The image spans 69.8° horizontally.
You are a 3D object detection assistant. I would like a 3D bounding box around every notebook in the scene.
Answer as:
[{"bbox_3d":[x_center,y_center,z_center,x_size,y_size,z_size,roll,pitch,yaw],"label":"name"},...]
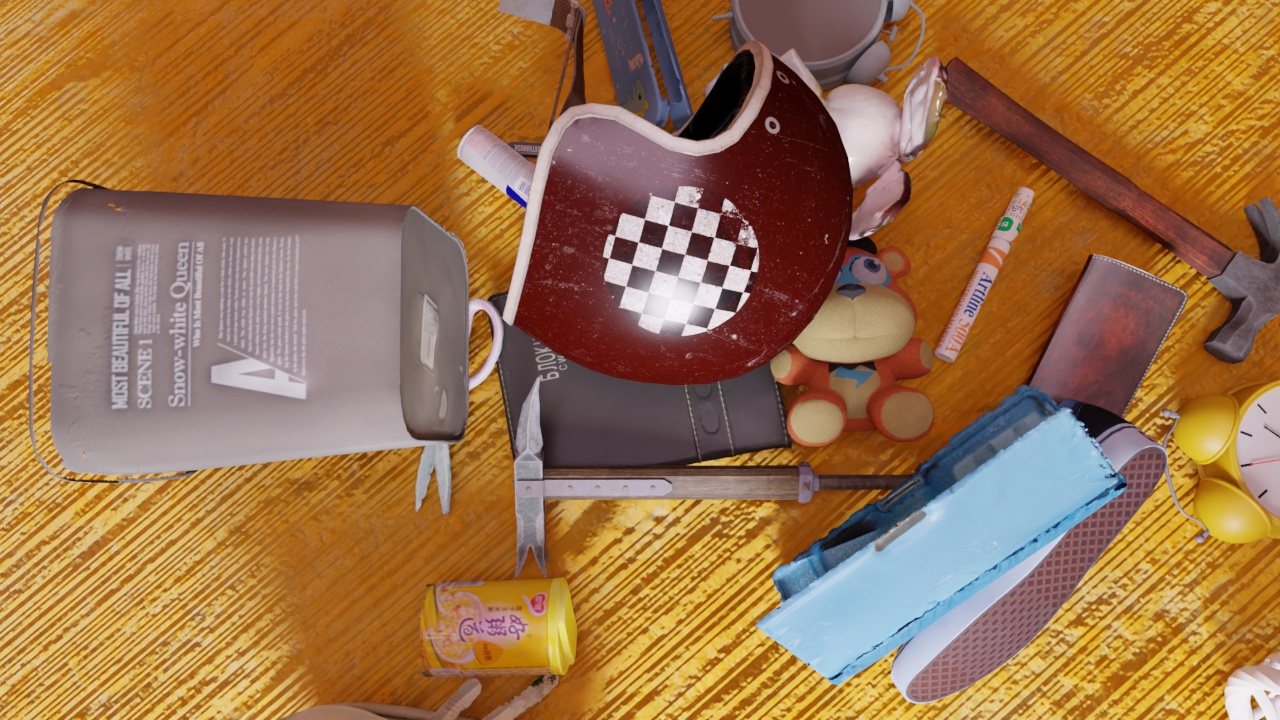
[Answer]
[{"bbox_3d":[-0.004,0.004,0.702,0.209,0.029,0.169,-11,81,1],"label":"notebook"}]

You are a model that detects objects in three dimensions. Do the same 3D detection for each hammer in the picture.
[{"bbox_3d":[0.350,-0.132,0.690,0.300,0.028,0.111,37,85,6],"label":"hammer"},{"bbox_3d":[0.066,0.085,0.666,0.317,0.028,0.147,0,104,-1],"label":"hammer"}]

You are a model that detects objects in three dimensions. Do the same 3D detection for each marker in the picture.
[{"bbox_3d":[0.262,-0.066,0.697,0.017,0.017,0.145,27,84,8],"label":"marker"}]

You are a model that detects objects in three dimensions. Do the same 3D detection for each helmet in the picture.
[{"bbox_3d":[0.006,-0.106,0.595,0.253,0.233,0.234,13,103,-8],"label":"helmet"}]

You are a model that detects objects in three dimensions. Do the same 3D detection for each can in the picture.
[{"bbox_3d":[-0.101,0.191,0.657,0.105,0.067,0.067,-3,81,4],"label":"can"},{"bbox_3d":[-0.100,-0.147,0.728,0.095,0.032,0.032,37,85,9],"label":"can"}]

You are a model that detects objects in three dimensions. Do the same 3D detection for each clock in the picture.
[{"bbox_3d":[0.444,0.070,0.645,0.152,0.052,0.113,-9,80,-1],"label":"clock"},{"bbox_3d":[0.144,-0.274,0.725,0.159,0.045,0.122,20,84,8],"label":"clock"}]

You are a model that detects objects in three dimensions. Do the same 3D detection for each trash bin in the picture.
[{"bbox_3d":[-0.245,-0.016,0.631,0.220,0.197,0.197,-1,84,5],"label":"trash bin"}]

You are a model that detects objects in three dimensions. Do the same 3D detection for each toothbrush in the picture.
[{"bbox_3d":[-0.027,-0.165,0.737,0.167,0.013,0.013,5,81,7],"label":"toothbrush"}]

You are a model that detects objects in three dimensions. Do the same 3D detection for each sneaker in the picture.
[{"bbox_3d":[0.251,0.129,0.651,0.241,0.083,0.098,-52,37,7],"label":"sneaker"}]

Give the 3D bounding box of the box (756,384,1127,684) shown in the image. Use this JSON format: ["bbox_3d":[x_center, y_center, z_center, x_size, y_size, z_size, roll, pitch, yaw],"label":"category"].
[{"bbox_3d":[0.176,0.102,0.589,0.232,0.110,0.094,-39,46,15],"label":"box"}]

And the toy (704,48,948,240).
[{"bbox_3d":[0.132,-0.172,0.694,0.205,0.105,0.131,27,104,32],"label":"toy"}]

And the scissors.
[{"bbox_3d":[-0.140,0.035,0.701,0.108,0.016,0.179,-9,81,19],"label":"scissors"}]

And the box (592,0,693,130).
[{"bbox_3d":[-0.013,-0.271,0.726,0.064,0.069,0.210,-17,80,9],"label":"box"}]

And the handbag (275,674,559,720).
[{"bbox_3d":[-0.137,0.267,0.600,0.229,0.184,0.131,5,78,21],"label":"handbag"}]

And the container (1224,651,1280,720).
[{"bbox_3d":[0.503,0.225,0.546,0.187,0.189,0.189,-31,80,-2],"label":"container"}]

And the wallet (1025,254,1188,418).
[{"bbox_3d":[0.333,-0.008,0.665,0.072,0.019,0.123,25,98,8],"label":"wallet"}]

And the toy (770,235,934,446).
[{"bbox_3d":[0.148,-0.018,0.661,0.112,0.096,0.175,-5,54,5],"label":"toy"}]
